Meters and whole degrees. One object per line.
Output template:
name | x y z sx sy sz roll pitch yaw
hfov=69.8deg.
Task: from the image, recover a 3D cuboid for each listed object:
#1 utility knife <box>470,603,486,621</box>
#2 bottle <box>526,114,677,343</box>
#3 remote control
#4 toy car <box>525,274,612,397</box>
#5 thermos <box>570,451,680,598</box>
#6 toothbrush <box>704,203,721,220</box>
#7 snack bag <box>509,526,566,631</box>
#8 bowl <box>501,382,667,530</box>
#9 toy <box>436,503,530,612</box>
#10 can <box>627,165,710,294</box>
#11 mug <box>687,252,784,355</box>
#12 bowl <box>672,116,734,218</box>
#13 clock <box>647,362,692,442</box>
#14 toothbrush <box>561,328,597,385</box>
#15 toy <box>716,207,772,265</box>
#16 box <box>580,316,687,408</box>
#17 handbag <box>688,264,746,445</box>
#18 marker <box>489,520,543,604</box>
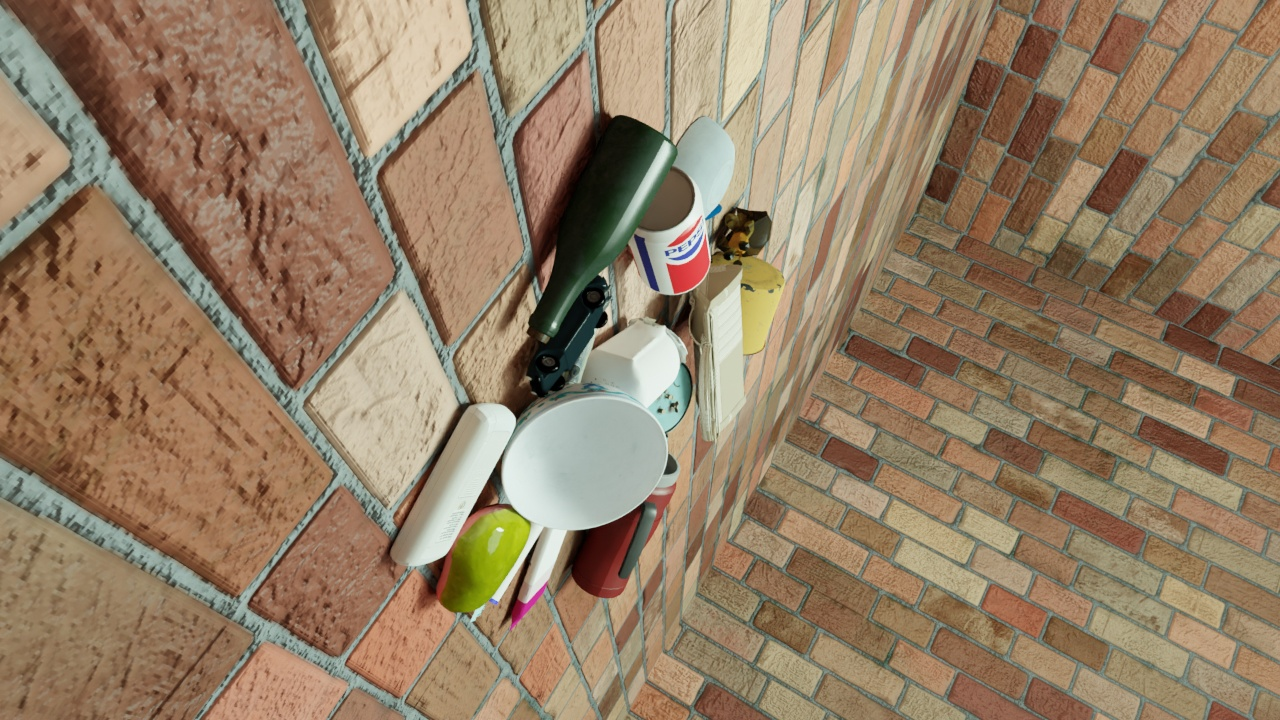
utility knife | -0.118 0.157 0.899 0.224 0.019 0.030 -68 159 3
bottle | -0.036 -0.092 0.678 0.174 0.055 0.055 -61 165 1
remote control | -0.142 0.095 0.704 0.138 0.025 0.060 -61 165 4
toy car | -0.060 -0.022 0.754 0.112 0.034 0.046 -57 164 -21
thermos | -0.019 0.210 1.162 0.108 0.084 0.199 -111 -141 -59
toothbrush | 0.053 -0.143 0.952 0.014 0.014 0.167 -58 170 28
snack bag | -0.107 0.214 1.037 0.070 0.016 0.197 -40 154 -64
bowl | -0.056 0.070 0.806 0.074 0.143 0.144 -116 -141 -53
toy | -0.140 0.174 0.796 0.110 0.051 0.090 -63 163 11
can | 0.023 -0.112 0.803 0.070 0.070 0.132 -59 164 -11
mug | 0.117 -0.079 1.136 0.123 0.100 0.094 -106 -153 -55
bowl | 0.059 -0.174 0.873 0.106 0.039 0.106 -55 163 -26
clock | 0.007 0.049 1.006 0.090 0.053 0.124 41 76 -45
toothbrush | -0.069 0.030 0.840 0.024 0.022 0.186 -108 -147 -58
toy | 0.119 -0.144 1.085 0.076 0.062 0.099 -30 -158 34
box | -0.003 0.002 0.902 0.142 0.080 0.089 -37 136 -60
handbag | 0.080 0.014 1.008 0.197 0.062 0.176 -74 162 -60
marker | -0.117 0.184 0.944 0.141 0.020 0.020 -59 164 -14
